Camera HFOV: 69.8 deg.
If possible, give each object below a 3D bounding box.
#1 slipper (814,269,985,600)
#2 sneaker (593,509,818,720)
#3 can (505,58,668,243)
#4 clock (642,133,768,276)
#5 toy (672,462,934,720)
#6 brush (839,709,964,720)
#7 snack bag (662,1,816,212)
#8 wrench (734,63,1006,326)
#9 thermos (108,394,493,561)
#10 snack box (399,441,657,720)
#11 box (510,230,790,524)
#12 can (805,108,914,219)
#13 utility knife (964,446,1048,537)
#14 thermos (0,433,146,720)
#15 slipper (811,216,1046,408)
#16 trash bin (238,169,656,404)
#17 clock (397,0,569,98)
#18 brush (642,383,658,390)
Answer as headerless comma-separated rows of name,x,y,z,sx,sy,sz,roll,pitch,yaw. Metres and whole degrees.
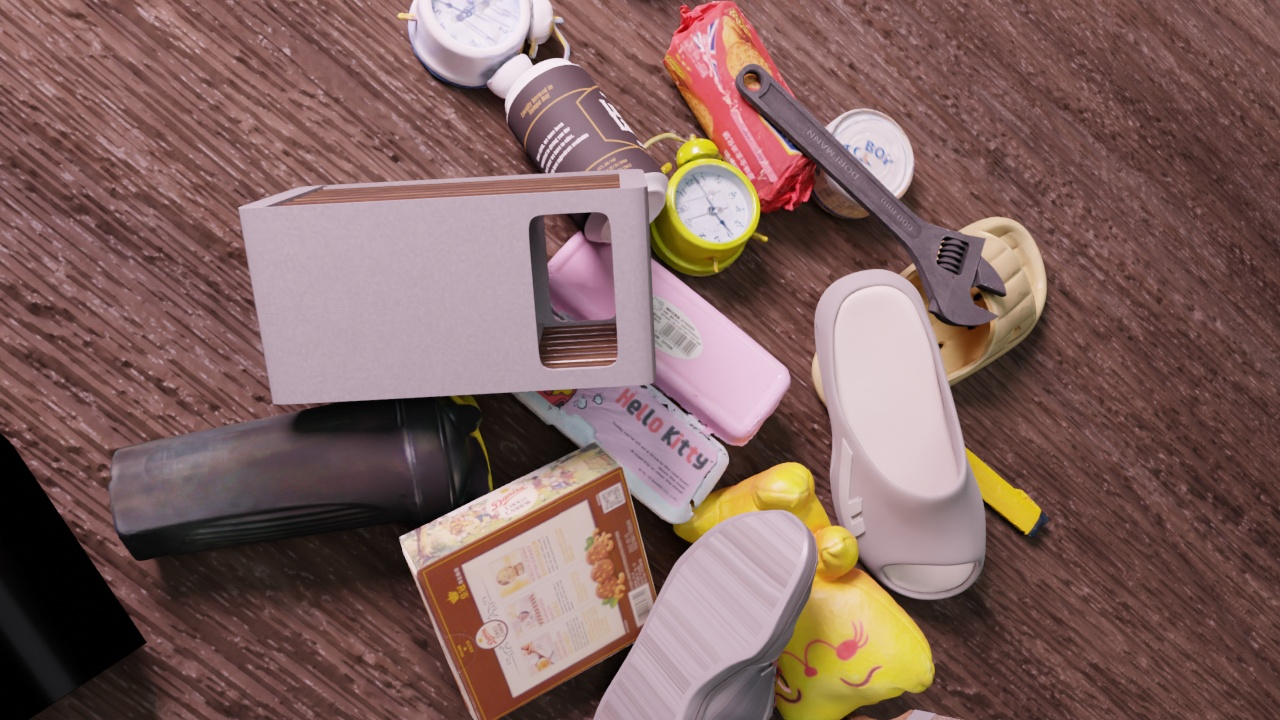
slipper,0.195,0.065,0.683,0.113,0.080,0.266,-12,99,8
sneaker,0.059,0.205,0.627,0.089,0.099,0.236,20,108,-43
can,-0.040,-0.152,0.670,0.071,0.072,0.128,-29,72,-19
clock,0.041,-0.122,0.714,0.083,0.057,0.119,-36,86,-19
toy,0.115,0.169,0.675,0.194,0.135,0.087,57,28,3
brush,0.163,0.259,0.644,0.045,0.143,0.008,-36,94,-28
snack bag,0.086,-0.201,0.730,0.082,0.082,0.176,-33,93,-19
wrench,0.176,-0.125,0.697,0.273,0.018,0.073,41,79,-6
thermos,-0.210,0.070,0.589,0.220,0.098,0.098,-9,84,-13
snack box,-0.067,0.149,0.610,0.146,0.041,0.143,-25,120,-20
box,-0.004,0.004,0.671,0.201,0.037,0.152,39,65,4
can,0.183,-0.164,0.770,0.086,0.043,0.086,3,82,-18
utility knife,0.281,0.093,0.774,0.159,0.017,0.030,40,67,-8
thermos,-0.383,0.108,0.531,0.086,0.086,0.198,-34,92,-19
slipper,0.258,-0.033,0.756,0.261,0.079,0.111,-32,95,-19
trash bin,-0.108,-0.051,0.576,0.229,0.114,0.114,-3,107,0
clock,-0.113,-0.249,0.690,0.125,0.052,0.088,23,74,-16
brush,-0.009,0.056,0.684,0.041,0.030,0.172,26,74,-12
